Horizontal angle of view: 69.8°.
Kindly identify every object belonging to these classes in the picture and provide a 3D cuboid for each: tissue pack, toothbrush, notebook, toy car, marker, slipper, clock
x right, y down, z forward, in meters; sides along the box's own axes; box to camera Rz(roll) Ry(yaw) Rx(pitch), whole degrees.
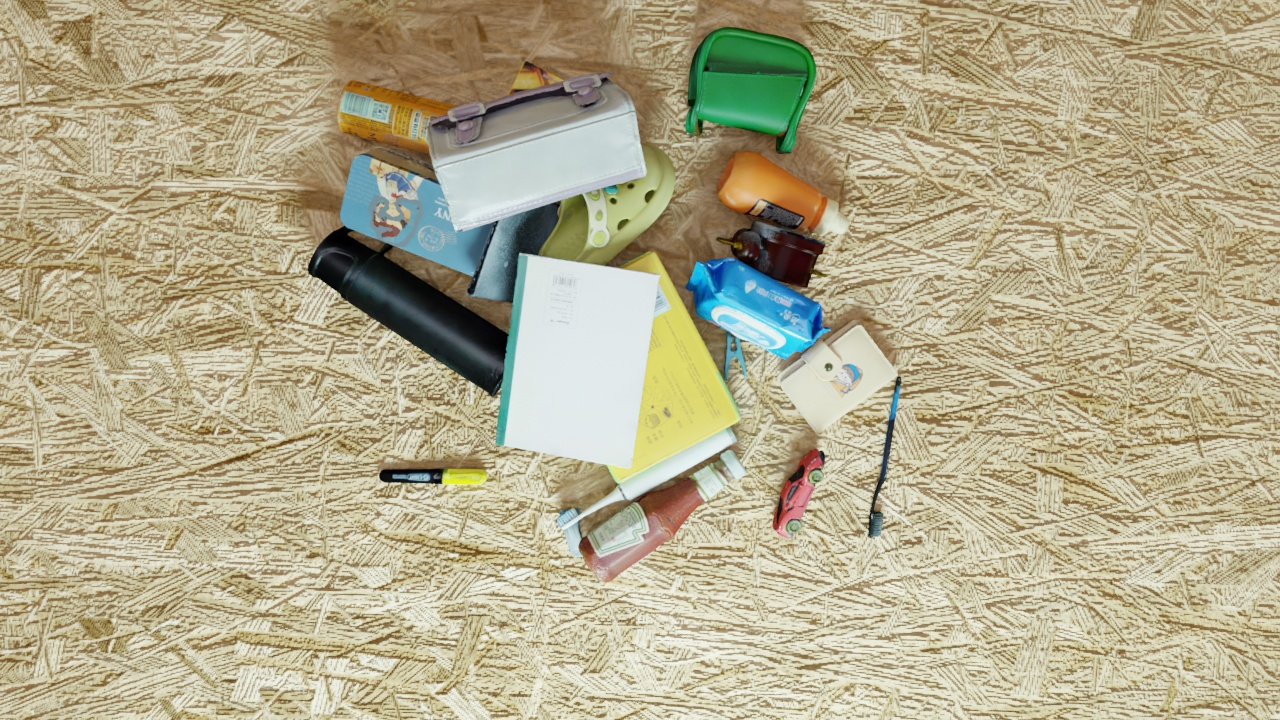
[{"bbox_3d":[0.120,-0.055,0.990,0.157,0.095,0.052,28,74,-2],"label":"tissue pack"},{"bbox_3d":[0.007,0.133,1.034,0.221,0.027,0.026,-28,82,-2],"label":"toothbrush"},{"bbox_3d":[-0.068,0.001,0.965,0.150,0.012,0.209,9,100,3],"label":"notebook"},{"bbox_3d":[0.178,0.147,1.034,0.031,0.049,0.106,24,96,-4],"label":"toy car"},{"bbox_3d":[0.282,0.112,1.048,0.016,0.014,0.189,9,95,-2],"label":"toothbrush"},{"bbox_3d":[-0.238,0.133,1.052,0.124,0.015,0.018,0,92,2],"label":"marker"},{"bbox_3d":[-0.045,-0.161,0.970,0.190,0.081,0.091,-48,53,-2],"label":"slipper"},{"bbox_3d":[0.141,-0.119,0.993,0.122,0.082,0.055,16,101,-4],"label":"clock"}]

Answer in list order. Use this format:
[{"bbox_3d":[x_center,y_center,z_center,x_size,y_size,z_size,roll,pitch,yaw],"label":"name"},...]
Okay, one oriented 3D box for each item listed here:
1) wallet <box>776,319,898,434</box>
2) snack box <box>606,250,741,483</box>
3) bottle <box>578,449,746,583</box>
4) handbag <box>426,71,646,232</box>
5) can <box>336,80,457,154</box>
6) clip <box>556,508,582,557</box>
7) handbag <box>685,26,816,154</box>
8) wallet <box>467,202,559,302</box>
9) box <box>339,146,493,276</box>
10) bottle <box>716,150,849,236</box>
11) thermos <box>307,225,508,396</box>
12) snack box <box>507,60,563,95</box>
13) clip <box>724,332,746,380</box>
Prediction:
[{"bbox_3d":[0.220,0.016,1.035,0.115,0.024,0.087,-37,93,5],"label":"wallet"},{"bbox_3d":[-0.006,0.006,1.011,0.158,0.070,0.210,-28,95,3],"label":"snack box"},{"bbox_3d":[0.027,0.171,1.034,0.206,0.060,0.060,-35,94,-1],"label":"bottle"},{"bbox_3d":[-0.108,-0.219,0.911,0.197,0.145,0.098,-17,123,-7],"label":"handbag"},{"bbox_3d":[-0.249,-0.258,0.994,0.146,0.058,0.058,14,95,-1],"label":"can"},{"bbox_3d":[-0.077,0.200,1.057,0.027,0.045,0.058,-14,100,0],"label":"clip"},{"bbox_3d":[0.116,-0.292,0.989,0.131,0.068,0.120,12,103,-2],"label":"handbag"},{"bbox_3d":[-0.132,-0.120,0.986,0.019,0.097,0.121,26,100,29],"label":"wallet"},{"bbox_3d":[-0.226,-0.159,0.993,0.184,0.059,0.090,20,115,1],"label":"box"},{"bbox_3d":[0.160,-0.174,1.001,0.149,0.067,0.067,22,95,-9],"label":"bottle"},{"bbox_3d":[-0.239,-0.063,1.010,0.242,0.068,0.089,34,75,-2],"label":"thermos"},{"bbox_3d":[-0.118,-0.245,1.007,0.087,0.033,0.140,27,97,-3],"label":"snack box"},{"bbox_3d":[0.105,-0.005,1.038,0.039,0.013,0.056,-6,95,0],"label":"clip"}]
